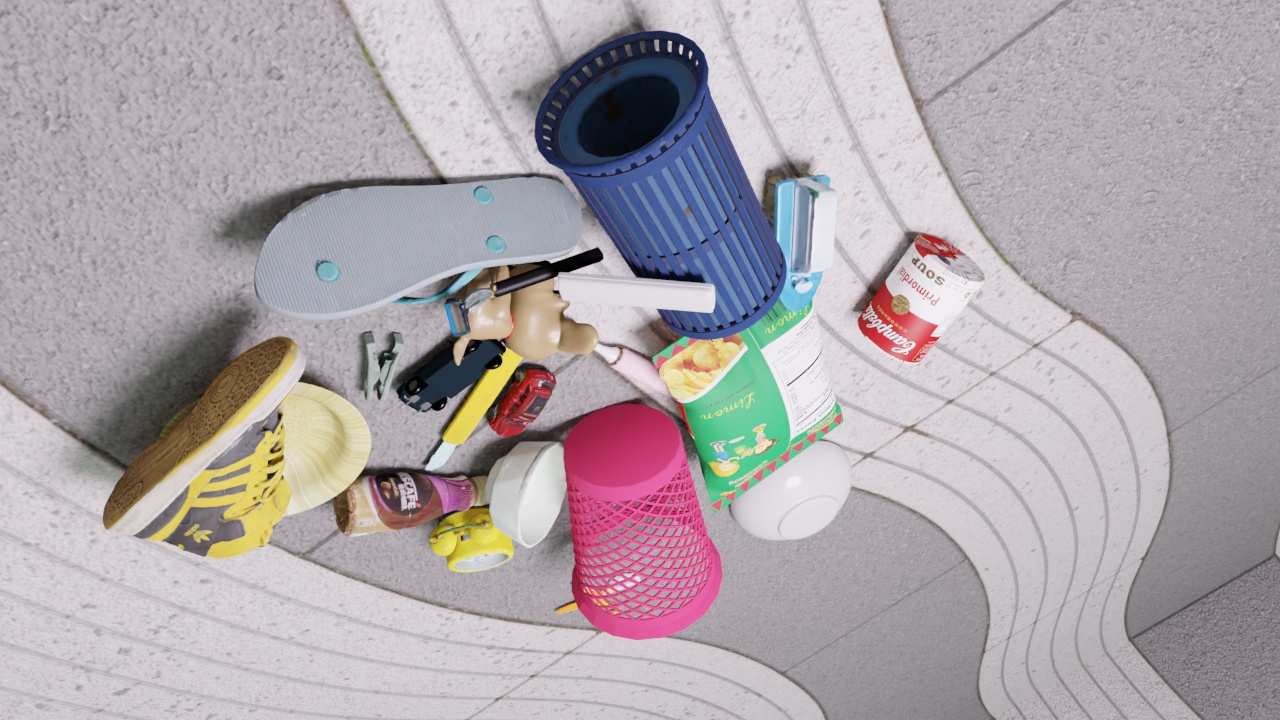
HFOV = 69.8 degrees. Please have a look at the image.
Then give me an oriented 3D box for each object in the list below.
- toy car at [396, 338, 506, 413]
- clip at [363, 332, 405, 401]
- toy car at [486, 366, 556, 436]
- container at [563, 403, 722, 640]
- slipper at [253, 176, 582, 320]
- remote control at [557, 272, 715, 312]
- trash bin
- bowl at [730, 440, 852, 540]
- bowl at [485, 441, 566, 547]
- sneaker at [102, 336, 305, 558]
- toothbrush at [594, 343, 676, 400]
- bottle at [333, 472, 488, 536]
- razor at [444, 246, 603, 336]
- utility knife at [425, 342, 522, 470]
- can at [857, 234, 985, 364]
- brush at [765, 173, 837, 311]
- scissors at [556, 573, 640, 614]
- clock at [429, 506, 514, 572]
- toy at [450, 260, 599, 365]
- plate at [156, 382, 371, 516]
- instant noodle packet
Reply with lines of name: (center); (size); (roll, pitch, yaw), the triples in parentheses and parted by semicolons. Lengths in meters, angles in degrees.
toy car: (-0.181, 0.009, 0.877); (0.112, 0.034, 0.046); (-36, 137, 12)
clip: (-0.249, 0.006, 0.850); (0.050, 0.023, 0.078); (15, 122, -35)
toy car: (-0.122, 0.044, 0.946); (0.042, 0.036, 0.091); (15, 130, -38)
container: (-0.006, 0.173, 1.043); (0.183, 0.183, 0.226); (-18, 130, -10)
slipper: (-0.178, -0.098, 0.747); (0.268, 0.098, 0.055); (-18, 175, -23)
remote control: (-0.004, -0.055, 0.761); (0.131, 0.012, 0.033); (5, 152, 9)
trash bin: (0.031, -0.130, 0.770); (0.139, 0.139, 0.249); (-31, 140, 5)
bowl: (0.214, 0.190, 1.237); (0.176, 0.066, 0.177); (-14, 137, -14)
bowl: (-0.129, 0.138, 0.996); (0.061, 0.117, 0.118); (15, 140, 18)
sneaker: (-0.334, 0.087, 0.780); (0.239, 0.086, 0.122); (-37, 131, 18)
toothbrush: (-0.006, 0.006, 0.969); (0.222, 0.027, 0.026); (29, 80, -43)
bottle: (-0.235, 0.147, 0.973); (0.165, 0.059, 0.060); (-2, 133, -37)
razor: (-0.097, -0.065, 0.768); (0.144, 0.022, 0.043); (-26, 147, -19)
utility knife: (-0.171, 0.049, 0.935); (0.030, 0.018, 0.191); (19, 118, -34)
can: (0.307, -0.067, 1.010); (0.086, 0.086, 0.117); (7, 129, -32)
brush: (0.155, -0.107, 0.879); (0.055, 0.075, 0.136); (-12, 121, -17)
scissors: (-0.054, 0.326, 1.280); (0.128, 0.011, 0.125); (-38, 139, 10)
clock: (-0.189, 0.198, 1.032); (0.083, 0.057, 0.119); (-17, 155, 6)
toy: (-0.113, -0.042, 0.822); (0.108, 0.134, 0.105); (9, 86, -32)
plate: (-0.349, 0.075, 0.856); (0.184, 0.036, 0.185); (-14, 137, -14)
instant noodle packet: (0.128, 0.035, 1.005); (0.195, 0.090, 0.253); (-33, 131, -13)
